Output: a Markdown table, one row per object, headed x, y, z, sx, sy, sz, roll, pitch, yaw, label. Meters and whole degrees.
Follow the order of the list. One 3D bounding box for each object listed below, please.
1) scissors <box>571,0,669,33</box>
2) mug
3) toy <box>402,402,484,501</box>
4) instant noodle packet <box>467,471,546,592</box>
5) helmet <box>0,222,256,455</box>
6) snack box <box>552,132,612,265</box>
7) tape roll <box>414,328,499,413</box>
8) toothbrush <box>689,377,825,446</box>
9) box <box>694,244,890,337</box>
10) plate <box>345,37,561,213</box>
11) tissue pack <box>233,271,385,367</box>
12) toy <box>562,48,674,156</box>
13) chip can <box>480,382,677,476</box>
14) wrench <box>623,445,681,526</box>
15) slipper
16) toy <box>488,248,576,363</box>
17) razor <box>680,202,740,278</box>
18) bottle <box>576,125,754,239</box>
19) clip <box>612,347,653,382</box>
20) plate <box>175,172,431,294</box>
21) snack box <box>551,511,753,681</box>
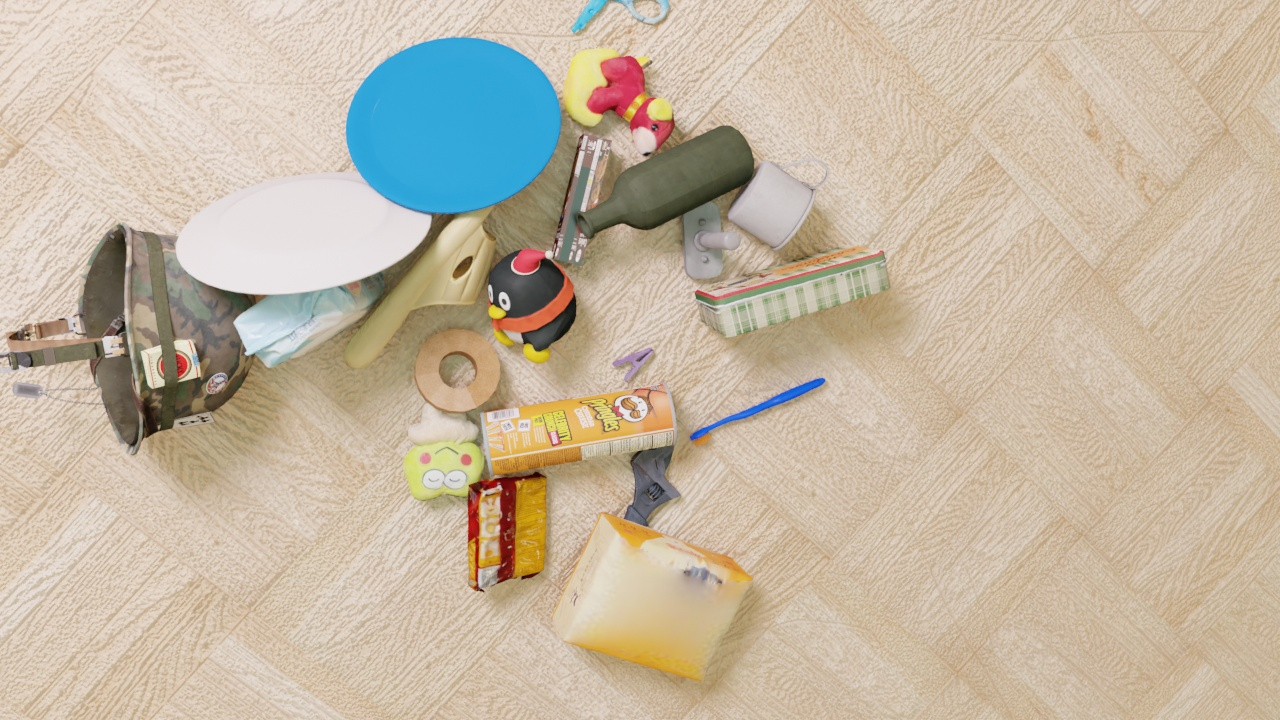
| x | y | z | sx | sy | sz | roll | pitch | yaw | label |
| --- | --- | --- | --- | --- | --- | --- | --- | --- | --- |
| -0.033 | -0.425 | 1.021 | 0.134 | 0.012 | 0.134 | 1 | 99 | -8 | scissors |
| 0.158 | -0.189 | 1.046 | 0.070 | 0.084 | 0.113 | 31 | 110 | -10 | mug |
| -0.226 | 0.102 | 1.051 | 0.092 | 0.046 | 0.115 | -1 | 91 | -12 | toy |
| -0.155 | 0.199 | 1.065 | 0.098 | 0.040 | 0.135 | -5 | 101 | -39 | instant noodle packet |
| -0.503 | -0.019 | 0.902 | 0.236 | 0.193 | 0.224 | 13 | 89 | -43 | helmet |
| -0.067 | -0.180 | 1.031 | 0.031 | 0.051 | 0.141 | 13 | 96 | -11 | snack box |
| -0.207 | 0.012 | 1.034 | 0.094 | 0.027 | 0.094 | 2 | 81 | -15 | tape roll |
| 0.145 | 0.062 | 1.120 | 0.182 | 0.016 | 0.018 | -23 | 107 | -5 | toothbrush |
| 0.171 | -0.083 | 1.054 | 0.205 | 0.117 | 0.050 | -15 | 105 | -5 | box |
| -0.196 | -0.247 | 0.971 | 0.224 | 0.024 | 0.224 | 0 | 67 | -1 | plate |
| -0.332 | -0.054 | 0.939 | 0.112 | 0.182 | 0.070 | -33 | 102 | 3 | tissue pack |
| -0.020 | -0.294 | 1.022 | 0.137 | 0.067 | 0.105 | 35 | 89 | 0 | toy |
| -0.071 | 0.079 | 1.057 | 0.215 | 0.075 | 0.075 | -9 | 100 | -8 | chip can |
| -0.019 | 0.220 | 1.113 | 0.073 | 0.022 | 0.273 | 25 | 93 | -14 | wrench |
| -0.216 | -0.080 | 0.992 | 0.079 | 0.111 | 0.261 | 41 | 93 | -12 | slipper |
| -0.123 | -0.073 | 1.006 | 0.099 | 0.097 | 0.119 | -44 | 137 | -20 | toy |
| 0.084 | -0.134 | 1.029 | 0.047 | 0.116 | 0.088 | -6 | 99 | -14 | razor |
| 0.025 | -0.190 | 1.013 | 0.206 | 0.071 | 0.071 | -28 | 102 | -18 | bottle |
| -0.012 | 0.000 | 1.087 | 0.046 | 0.014 | 0.050 | 26 | 97 | -9 | clip |
| -0.330 | -0.138 | 0.907 | 0.242 | 0.242 | 0.016 | -6 | 128 | -9 | plate |
| 0.018 | 0.283 | 1.083 | 0.195 | 0.080 | 0.145 | 24 | 94 | -23 | snack box |
